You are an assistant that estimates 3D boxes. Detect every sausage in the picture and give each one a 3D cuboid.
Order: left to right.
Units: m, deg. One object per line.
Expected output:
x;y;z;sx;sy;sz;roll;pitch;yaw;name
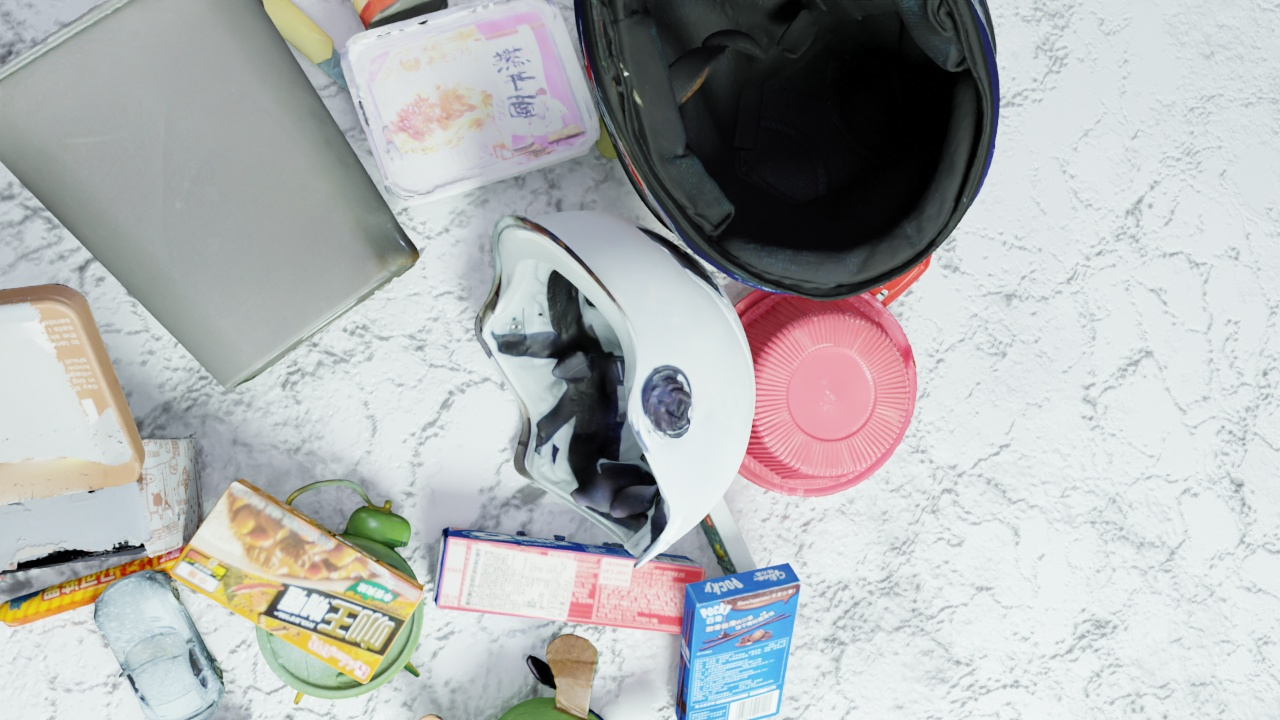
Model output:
-0.382;0.161;0.666;0.165;0.021;0.021;-17;90;-13;sausage

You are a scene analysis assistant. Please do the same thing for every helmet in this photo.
-0.004;0.004;0.661;0.145;0.229;0.259;-22;113;-28;helmet
0.088;-0.199;0.595;0.248;0.240;0.315;-27;118;15;helmet

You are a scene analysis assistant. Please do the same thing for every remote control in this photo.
0.067;0.144;0.751;0.019;0.056;0.135;-26;93;-13;remote control

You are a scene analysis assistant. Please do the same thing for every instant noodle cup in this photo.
-0.132;-0.202;0.722;0.173;0.060;0.138;-19;90;-12;instant noodle cup
0.147;0.026;0.757;0.194;0.066;0.194;-1;96;-7;instant noodle cup

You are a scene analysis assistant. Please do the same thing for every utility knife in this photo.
-0.285;-0.271;0.715;0.195;0.020;0.031;40;84;-1;utility knife

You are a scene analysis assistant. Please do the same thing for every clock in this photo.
-0.224;0.169;0.684;0.116;0.056;0.161;-9;89;-14;clock

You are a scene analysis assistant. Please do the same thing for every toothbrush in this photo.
-0.026;0.303;0.745;0.189;0.016;0.014;46;69;-9;toothbrush

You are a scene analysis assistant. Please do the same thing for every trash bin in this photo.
-0.281;-0.114;0.629;0.199;0.199;0.220;-38;102;-11;trash bin

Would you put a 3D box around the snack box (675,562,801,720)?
0.074;0.229;0.719;0.084;0.026;0.157;-8;124;-15;snack box

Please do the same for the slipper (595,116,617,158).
-0.013;-0.261;0.742;0.081;0.092;0.190;19;86;-9;slipper

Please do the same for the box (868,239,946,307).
0.163;-0.145;0.794;0.201;0.096;0.101;34;39;-8;box

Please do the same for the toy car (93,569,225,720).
-0.344;0.209;0.658;0.054;0.037;0.120;-22;102;-13;toy car

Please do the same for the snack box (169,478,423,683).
-0.236;0.153;0.639;0.153;0.026;0.075;33;81;-8;snack box

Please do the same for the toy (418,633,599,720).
-0.085;0.332;0.690;0.246;0.090;0.227;-45;107;-8;toy

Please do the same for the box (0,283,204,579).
-0.391;0.068;0.562;0.179;0.273;0.130;-7;61;-12;box

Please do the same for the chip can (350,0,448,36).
-0.227;-0.359;0.707;0.073;0.073;0.216;-29;93;-13;chip can

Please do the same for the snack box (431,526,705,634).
-0.057;0.172;0.722;0.207;0.057;0.058;10;87;-12;snack box
